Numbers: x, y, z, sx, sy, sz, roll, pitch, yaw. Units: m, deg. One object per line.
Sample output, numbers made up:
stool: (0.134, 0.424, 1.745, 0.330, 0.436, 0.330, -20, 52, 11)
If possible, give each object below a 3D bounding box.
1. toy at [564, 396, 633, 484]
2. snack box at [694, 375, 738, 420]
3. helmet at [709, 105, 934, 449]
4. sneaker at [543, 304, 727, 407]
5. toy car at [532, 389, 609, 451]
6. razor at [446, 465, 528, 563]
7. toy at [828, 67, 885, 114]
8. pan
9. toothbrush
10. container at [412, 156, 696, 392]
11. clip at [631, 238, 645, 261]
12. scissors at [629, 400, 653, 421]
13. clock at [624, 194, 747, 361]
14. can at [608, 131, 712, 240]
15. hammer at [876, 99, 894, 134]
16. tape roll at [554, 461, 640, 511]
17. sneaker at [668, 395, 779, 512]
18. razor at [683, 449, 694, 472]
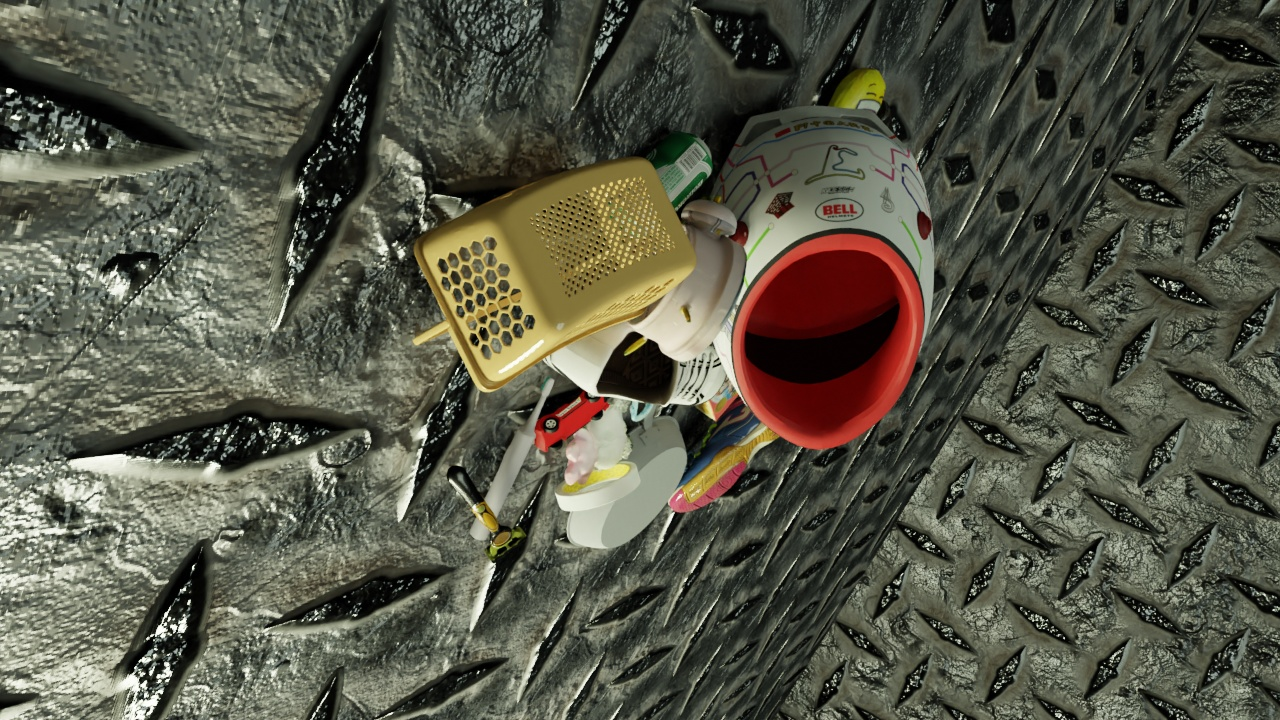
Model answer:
toy: (-0.050, 0.087, 0.991, 0.108, 0.041, 0.096, -37, 133, -43)
snack box: (0.115, -0.014, 1.148, 0.144, 0.040, 0.143, -47, 152, -15)
helmet: (0.176, -0.097, 0.939, 0.235, 0.231, 0.315, -91, 178, -54)
sneaker: (0.019, 0.008, 0.906, 0.245, 0.097, 0.091, 17, 104, -49)
toy car: (-0.071, 0.057, 0.936, 0.089, 0.025, 0.038, -36, 148, -23)
razor: (-0.154, 0.147, 0.893, 0.044, 0.021, 0.144, -35, 135, -13)
toy: (0.241, -0.288, 1.042, 0.095, 0.041, 0.094, -10, 135, -55)
pan: (0.007, 0.096, 1.104, 0.200, 0.051, 0.358, -26, 144, -44)
toothbrush: (-0.125, 0.098, 0.908, 0.018, 0.019, 0.188, 11, 113, -41)
container: (-0.074, -0.069, 0.707, 0.182, 0.129, 0.167, -30, -175, -40)
clip: (-0.003, -0.096, 0.891, 0.045, 0.023, 0.060, -53, 158, -6)
scissors: (-0.005, 0.008, 0.974, 0.125, 0.014, 0.130, -18, 118, -36)
clock: (0.041, -0.079, 0.816, 0.117, 0.058, 0.157, -34, -144, 54)
can: (0.018, -0.157, 0.817, 0.101, 0.053, 0.053, -48, 152, -15)
hammer: (0.270, -0.143, 1.124, 0.120, 0.033, 0.330, 36, 66, -62)
tape roll: (-0.047, 0.138, 1.010, 0.093, 0.094, 0.019, -26, 103, -44)
sneaker: (0.120, 0.107, 1.256, 0.241, 0.091, 0.116, -41, 148, -6)
razor: (0.031, 0.183, 1.261, 0.140, 0.018, 0.044, -46, 152, -17)
